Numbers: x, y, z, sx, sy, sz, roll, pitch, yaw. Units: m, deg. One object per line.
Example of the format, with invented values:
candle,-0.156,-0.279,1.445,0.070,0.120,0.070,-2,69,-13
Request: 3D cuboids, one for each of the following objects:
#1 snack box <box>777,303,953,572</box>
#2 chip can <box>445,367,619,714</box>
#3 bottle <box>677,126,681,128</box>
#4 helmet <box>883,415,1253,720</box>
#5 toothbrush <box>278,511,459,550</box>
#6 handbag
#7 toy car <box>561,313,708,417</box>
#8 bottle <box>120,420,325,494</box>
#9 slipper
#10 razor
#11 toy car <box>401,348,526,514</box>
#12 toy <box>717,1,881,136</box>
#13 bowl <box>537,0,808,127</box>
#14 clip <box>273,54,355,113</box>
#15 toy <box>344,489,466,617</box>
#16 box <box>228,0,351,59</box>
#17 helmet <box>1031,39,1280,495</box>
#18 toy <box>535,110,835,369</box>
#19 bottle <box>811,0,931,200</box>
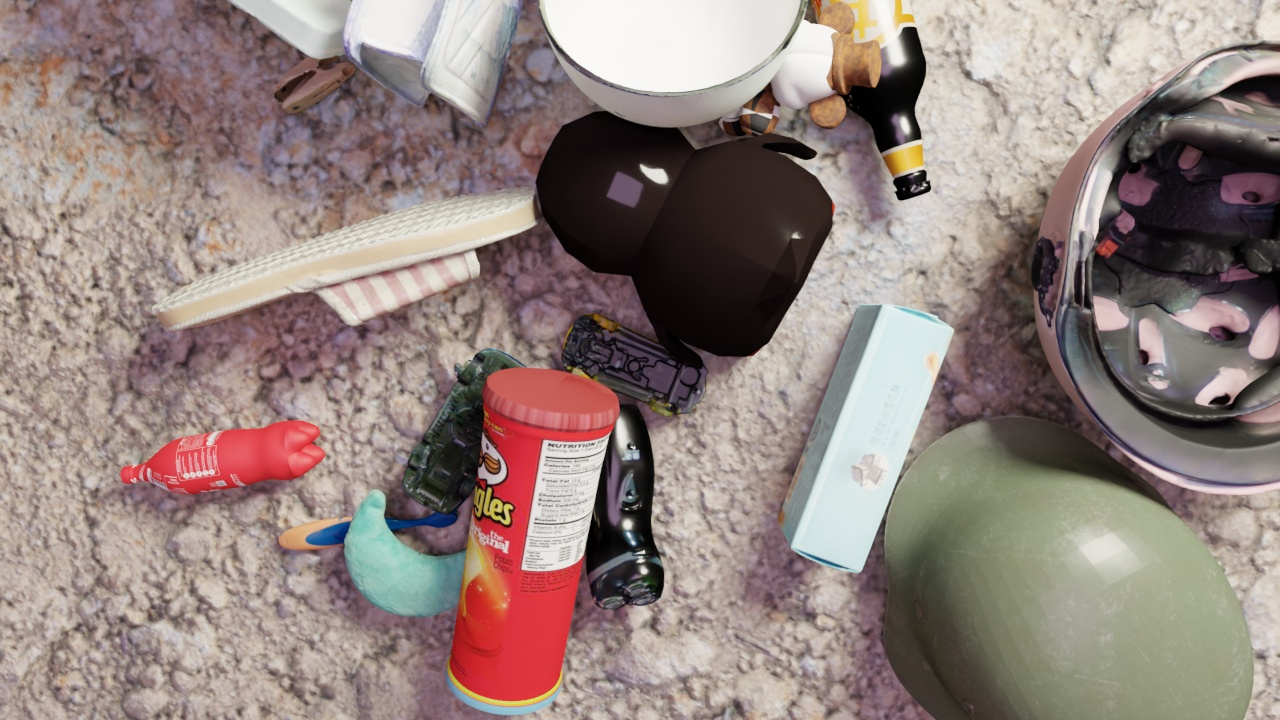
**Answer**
snack box,0.147,0.048,0.616,0.053,0.075,0.175,19,94,2
chip can,-0.075,0.118,0.605,0.087,0.087,0.213,12,106,1
bottle,-0.026,-0.241,0.616,0.052,0.052,0.195,-31,92,4
helmet,0.274,0.166,0.579,0.227,0.153,0.268,-32,92,4
toothbrush,-0.197,0.122,0.666,0.135,0.017,0.021,-9,89,5
handbag,-0.121,-0.224,0.569,0.069,0.158,0.126,19,96,3
toy car,-0.004,0.004,0.642,0.107,0.030,0.049,24,93,3
bottle,-0.298,0.071,0.652,0.141,0.042,0.042,-9,93,3
slipper,-0.190,-0.057,0.610,0.263,0.115,0.052,-15,112,4
razor,-0.010,0.100,0.631,0.053,0.064,0.140,-1,88,-27
toy car,-0.121,0.048,0.643,0.056,0.043,0.120,31,91,0
toy,0.097,-0.187,0.590,0.113,0.067,0.087,7,94,27
bowl,0.019,-0.201,0.546,0.153,0.073,0.153,-1,70,2
clip,-0.230,-0.200,0.642,0.061,0.026,0.049,-4,92,1
toy,-0.159,0.143,0.651,0.105,0.033,0.085,22,105,-14
box,-0.251,-0.254,0.582,0.197,0.136,0.044,35,107,0
helmet,0.347,-0.053,0.563,0.230,0.152,0.255,4,95,-1
toy,0.020,-0.090,0.578,0.184,0.140,0.159,28,99,2
bottle,0.157,-0.196,0.608,0.059,0.059,0.181,-17,93,3
